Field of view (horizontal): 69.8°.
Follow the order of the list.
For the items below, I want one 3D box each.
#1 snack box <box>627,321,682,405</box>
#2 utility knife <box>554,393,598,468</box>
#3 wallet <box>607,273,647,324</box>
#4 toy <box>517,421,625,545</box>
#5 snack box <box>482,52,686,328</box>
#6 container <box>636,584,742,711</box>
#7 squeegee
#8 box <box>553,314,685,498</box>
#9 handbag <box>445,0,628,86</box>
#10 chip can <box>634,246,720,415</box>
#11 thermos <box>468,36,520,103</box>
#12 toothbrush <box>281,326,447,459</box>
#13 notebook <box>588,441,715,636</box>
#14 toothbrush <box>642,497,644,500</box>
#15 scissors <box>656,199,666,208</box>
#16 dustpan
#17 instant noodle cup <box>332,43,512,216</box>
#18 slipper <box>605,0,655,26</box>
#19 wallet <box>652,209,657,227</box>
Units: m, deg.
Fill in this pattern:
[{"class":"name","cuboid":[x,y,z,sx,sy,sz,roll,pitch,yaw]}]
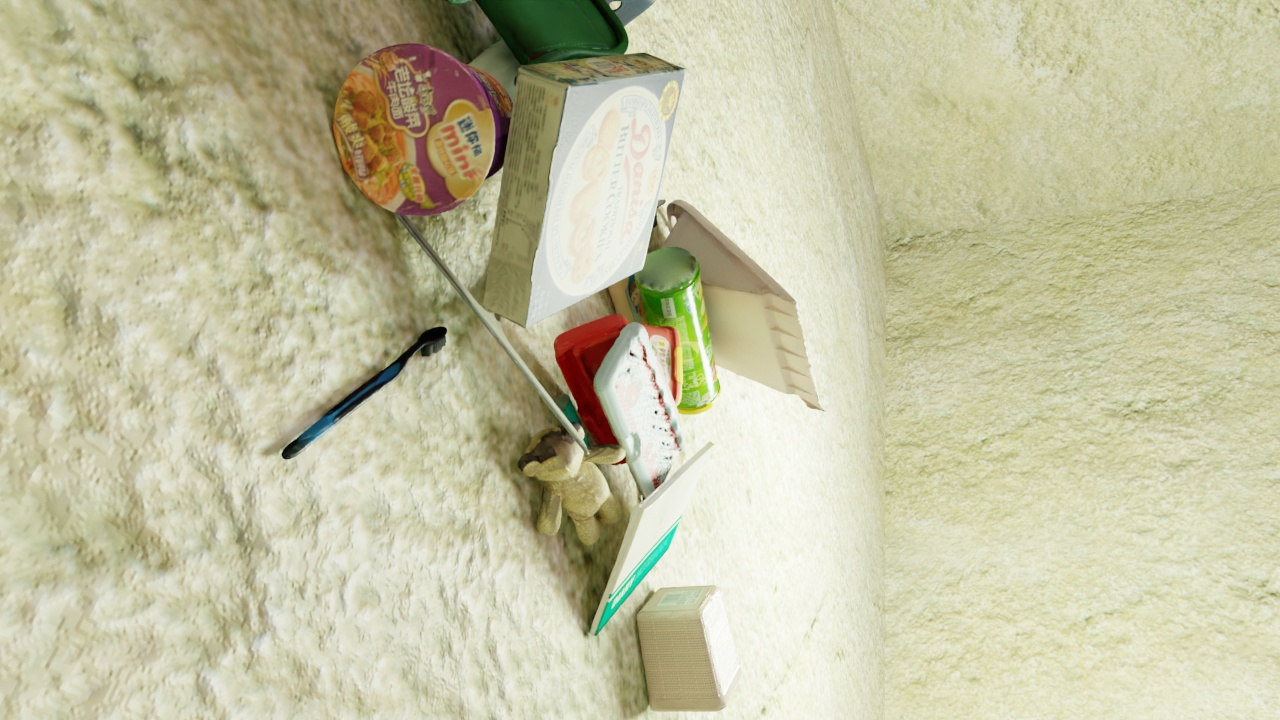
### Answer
[{"class":"snack box","cuboid":[-0.006,0.006,0.967,0.080,0.082,0.091,16,69,-52]},{"class":"utility knife","cuboid":[-0.057,0.092,0.899,0.029,0.013,0.161,-66,147,-46]},{"class":"wallet","cuboid":[-0.011,-0.082,1.041,0.087,0.024,0.115,-60,139,-48]},{"class":"toy","cuboid":[-0.058,0.115,0.838,0.105,0.066,0.157,-39,139,-13]},{"class":"snack box","cuboid":[-0.040,-0.136,0.705,0.182,0.046,0.178,-34,144,-54]},{"class":"container","cuboid":[0.052,0.314,1.013,0.090,0.090,0.111,-27,107,-66]},{"class":"squeegee","cuboid":[-0.103,-0.075,0.794,0.246,0.039,0.245,54,27,-22]},{"class":"box","cuboid":[-0.008,0.053,0.870,0.201,0.094,0.091,69,1,-48]},{"class":"handbag","cuboid":[-0.084,-0.266,0.722,0.119,0.068,0.131,-29,83,-46]},{"class":"chip can","cuboid":[0.045,-0.031,1.049,0.221,0.073,0.072,75,21,-48]},{"class":"thermos","cuboid":[-0.108,-0.247,0.787,0.223,0.073,0.073,-67,144,-50]},{"class":"toothbrush","cuboid":[-0.178,0.019,0.616,0.189,0.014,0.016,-54,157,-58]},{"class":"notebook","cuboid":[0.015,0.177,0.952,0.208,0.012,0.151,-30,143,-64]},{"class":"toothbrush","cuboid":[0.007,0.143,1.038,0.014,0.017,0.189,-1,88,-68]},{"class":"scissors","cuboid":[-0.006,-0.153,1.024,0.173,0.012,0.128,2,69,-51]},{"class":"dustpan","cuboid":[0.121,-0.088,1.121,0.138,0.274,0.223,-57,149,-23]},{"class":"instant noodle cup","cuboid":[-0.140,-0.164,0.642,0.099,0.112,0.111,-60,140,-68]},{"class":"slipper","cuboid":[-0.026,-0.370,0.856,0.268,0.083,0.110,129,-48,-80]},{"class":"wallet","cuboid":[-0.005,-0.218,1.095,0.120,0.019,0.097,16,72,-68]}]
